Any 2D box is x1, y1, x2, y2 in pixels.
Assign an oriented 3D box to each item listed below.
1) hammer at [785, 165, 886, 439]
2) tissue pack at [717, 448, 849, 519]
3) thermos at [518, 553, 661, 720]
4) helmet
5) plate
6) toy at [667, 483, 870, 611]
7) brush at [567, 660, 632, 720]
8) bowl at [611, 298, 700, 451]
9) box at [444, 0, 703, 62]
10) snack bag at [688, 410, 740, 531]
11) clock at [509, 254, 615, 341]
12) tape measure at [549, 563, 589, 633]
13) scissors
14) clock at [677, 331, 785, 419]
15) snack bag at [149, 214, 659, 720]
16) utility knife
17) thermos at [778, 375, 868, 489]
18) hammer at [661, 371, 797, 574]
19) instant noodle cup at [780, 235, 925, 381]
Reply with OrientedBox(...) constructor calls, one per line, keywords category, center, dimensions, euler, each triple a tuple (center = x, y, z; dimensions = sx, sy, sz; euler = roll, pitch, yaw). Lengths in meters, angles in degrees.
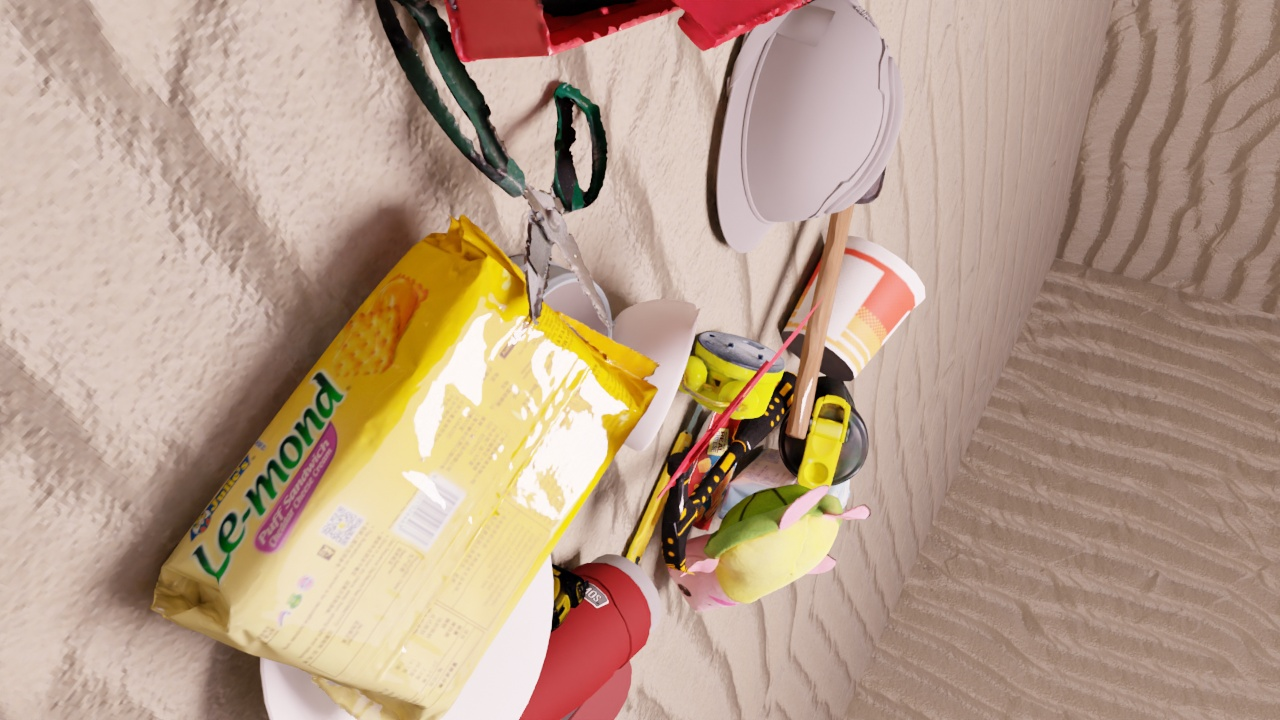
OrientedBox(category="hammer", center=(0.191, -0.082, 0.937), dimensions=(0.098, 0.052, 0.328), euler=(25, 77, -63))
OrientedBox(category="tissue pack", center=(0.163, 0.157, 1.020), dimensions=(0.181, 0.112, 0.070), euler=(-25, 126, -65))
OrientedBox(category="thermos", center=(-0.070, 0.238, 0.698), dimensions=(0.198, 0.084, 0.108), euler=(-29, 126, -49))
OrientedBox(category="helmet", center=(0.161, -0.211, 0.767), dimensions=(0.183, 0.118, 0.271), euler=(-7, 113, -60))
OrientedBox(category="plate", center=(-0.128, 0.150, 0.539), dimensions=(0.208, 0.015, 0.208), euler=(6, 82, -51))
OrientedBox(category="toy", center=(0.116, 0.176, 0.877), dimensions=(0.189, 0.087, 0.239), euler=(2, 148, -34))
OrientedBox(category="brush", center=(-0.072, 0.326, 0.807), dimensions=(0.172, 0.042, 0.082), euler=(-45, 145, -39))
OrientedBox(category="bowl", center=(-0.004, 0.004, 0.664), dimensions=(0.115, 0.050, 0.114), euler=(-161, -88, -83))
OrientedBox(category="box", center=(0.032, -0.352, 0.342), dimensions=(0.213, 0.171, 0.480), euler=(-41, 168, -48))
OrientedBox(category="snack bag", center=(0.069, 0.110, 0.915), dimensions=(0.130, 0.039, 0.144), euler=(-69, 159, -1))
OrientedBox(category="clock", center=(-0.073, -0.003, 0.565), dimensions=(0.159, 0.045, 0.122), euler=(13, 97, -64))
OrientedBox(category="tape measure", center=(-0.079, 0.168, 0.657), dimensions=(0.061, 0.062, 0.034), euler=(-45, 142, -40))
OrientedBox(category="scissors", center=(-0.065, -0.115, 0.468), dimensions=(0.204, 0.015, 0.201), euler=(47, 32, -41))
OrientedBox(category="clock", center=(0.078, 0.014, 0.819), dimensions=(0.118, 0.083, 0.057), euler=(-21, 133, -58))
OrientedBox(category="snack bag", center=(-0.101, 0.060, 0.462), dimensions=(0.159, 0.068, 0.247), euler=(43, 74, -33))
OrientedBox(category="utility knife", center=(0.031, 0.099, 0.870), dimensions=(0.224, 0.019, 0.030), euler=(-68, 162, -8))
OrientedBox(category="thermos", center=(0.209, 0.072, 1.041), dimensions=(0.220, 0.098, 0.098), euler=(-40, 145, -73))
OrientedBox(category="hammer", center=(0.091, 0.084, 0.858), dimensions=(0.319, 0.036, 0.123), euler=(-38, 134, -57))
OrientedBox(category="instant noodle cup", center=(0.228, -0.053, 1.018), dimensions=(0.121, 0.123, 0.123), euler=(-54, 151, -11))
